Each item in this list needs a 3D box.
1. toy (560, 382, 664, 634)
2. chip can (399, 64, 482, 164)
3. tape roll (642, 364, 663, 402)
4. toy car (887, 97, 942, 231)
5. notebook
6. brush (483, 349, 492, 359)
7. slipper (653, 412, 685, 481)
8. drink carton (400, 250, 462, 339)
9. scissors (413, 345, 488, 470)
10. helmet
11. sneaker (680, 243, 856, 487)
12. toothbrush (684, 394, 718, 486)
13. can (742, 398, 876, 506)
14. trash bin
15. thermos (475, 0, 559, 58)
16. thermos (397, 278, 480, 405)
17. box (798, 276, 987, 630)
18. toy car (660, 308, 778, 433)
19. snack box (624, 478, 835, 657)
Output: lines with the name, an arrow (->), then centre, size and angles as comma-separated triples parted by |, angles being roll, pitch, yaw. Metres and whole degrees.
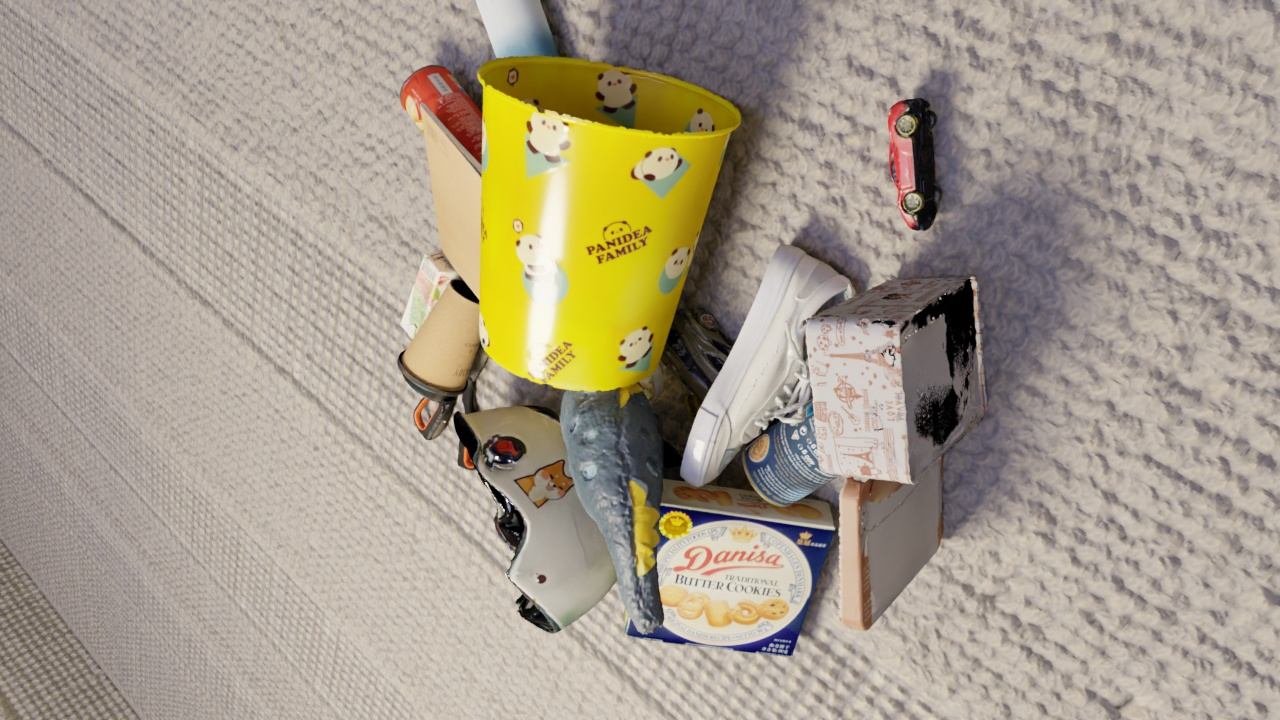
toy -> -0.028, 0.085, 0.897 | 0.355, 0.091, 0.138 | -107, 10, -49
chip can -> -0.185, -0.232, 1.011 | 0.216, 0.073, 0.073 | 52, 131, 20
tape roll -> -0.006, 0.006, 0.994 | 0.086, 0.013, 0.086 | 43, 150, 33
toy car -> 0.221, -0.158, 0.745 | 0.031, 0.049, 0.106 | 0, 107, 39
notebook -> -0.195, -0.156, 1.009 | 0.149, 0.012, 0.212 | 48, 152, 30
brush -> -0.132, -0.044, 1.073 | 0.144, 0.055, 0.073 | -14, 76, 41
slipper -> 0.033, 0.173, 1.006 | 0.110, 0.083, 0.268 | -113, 19, -64
drink carton -> -0.260, -0.082, 1.159 | 0.045, 0.053, 0.123 | 47, 130, 21
scissors -> -0.228, 0.048, 1.209 | 0.225, 0.021, 0.204 | -30, 87, 37
helmet -> -0.100, 0.161, 1.048 | 0.230, 0.156, 0.273 | 94, 155, -60
sneaker -> 0.120, 0.019, 0.851 | 0.091, 0.089, 0.242 | 27, 101, 11
toothbrush -> 0.080, 0.126, 0.991 | 0.017, 0.015, 0.190 | -10, 100, 34
can -> 0.161, 0.082, 0.869 | 0.111, 0.075, 0.075 | -41, 80, 40
trash bin -> -0.048, -0.126, 0.853 | 0.230, 0.228, 0.256 | 28, 122, 28
thermos -> -0.110, -0.291, 0.950 | 0.070, 0.070, 0.220 | -14, 97, 41
thermos -> -0.236, -0.025, 1.132 | 0.093, 0.092, 0.143 | 39, 111, 21
box -> 0.216, 0.073, 0.754 | 0.082, 0.176, 0.261 | 5, 108, 38
toy car -> 0.076, 0.014, 0.936 | 0.158, 0.042, 0.070 | 47, 130, 12
snack box -> 0.086, 0.215, 0.938 | 0.178, 0.045, 0.183 | 8, 118, -4
